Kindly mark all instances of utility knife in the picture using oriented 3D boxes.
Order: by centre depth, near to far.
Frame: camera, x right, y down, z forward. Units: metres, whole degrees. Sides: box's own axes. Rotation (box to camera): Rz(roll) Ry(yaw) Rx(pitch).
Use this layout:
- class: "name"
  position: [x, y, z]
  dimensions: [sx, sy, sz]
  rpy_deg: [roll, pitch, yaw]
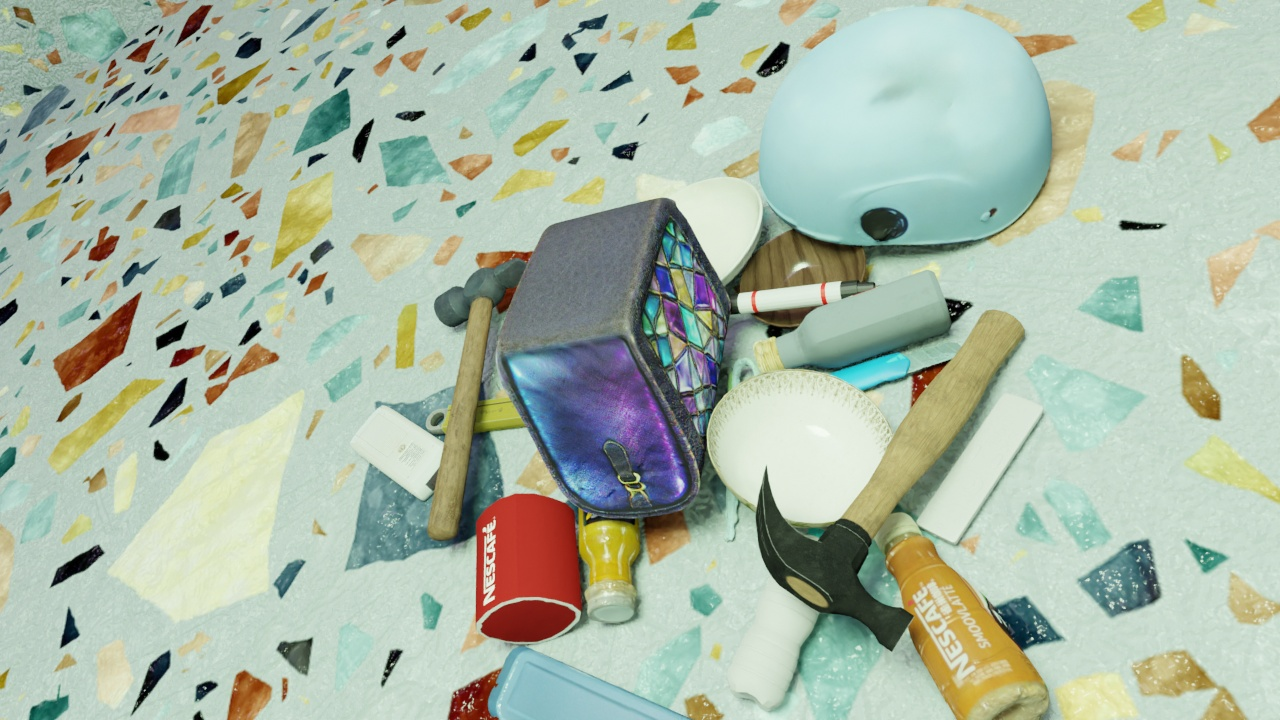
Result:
- class: "utility knife"
  position: [0.179, 0.020, 0.786]
  dimensions: [0.198, 0.015, 0.031]
  rpy_deg: [-20, 53, 20]

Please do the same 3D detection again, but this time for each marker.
- class: "marker"
  position: [0.144, -0.057, 0.815]
  dimensions: [0.146, 0.019, 0.019]
  rpy_deg: [-5, 54, 27]

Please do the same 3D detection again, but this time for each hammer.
- class: "hammer"
  position: [0.200, 0.058, 0.676]
  dimensions: [0.132, 0.040, 0.304]
  rpy_deg: [32, 57, 22]
- class: "hammer"
  position: [-0.175, 0.032, 0.925]
  dimensions: [0.130, 0.040, 0.321]
  rpy_deg: [-25, 45, 32]

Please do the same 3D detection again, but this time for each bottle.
- class: "bottle"
  position: [0.208, 0.172, 0.626]
  dimensions: [0.059, 0.059, 0.167]
  rpy_deg: [-30, 38, 6]
- class: "bottle"
  position: [0.108, 0.187, 0.679]
  dimensions: [0.044, 0.044, 0.136]
  rpy_deg: [13, 63, 36]
- class: "bottle"
  position: [0.177, -0.025, 0.782]
  dimensions: [0.161, 0.072, 0.046]
  rpy_deg: [-19, 65, 16]
- class: "bottle"
  position: [-0.028, 0.131, 0.793]
  dimensions: [0.053, 0.053, 0.185]
  rpy_deg: [-18, 49, 17]

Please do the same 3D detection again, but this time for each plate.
- class: "plate"
  position: [0.049, -0.110, 0.934]
  dimensions: [0.183, 0.034, 0.182]
  rpy_deg: [-24, 41, 22]

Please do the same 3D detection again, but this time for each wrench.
- class: "wrench"
  position: [-0.103, 0.045, 0.926]
  dimensions: [0.274, 0.018, 0.083]
  rpy_deg: [-8, 53, 25]

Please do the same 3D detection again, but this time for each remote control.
- class: "remote control"
  position: [0.258, 0.081, 0.696]
  dimensions: [0.033, 0.012, 0.130]
  rpy_deg: [26, 72, 43]
- class: "remote control"
  position: [-0.251, 0.095, 0.968]
  dimensions: [0.138, 0.025, 0.060]
  rpy_deg: [25, 71, 38]

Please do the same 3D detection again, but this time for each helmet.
- class: "helmet"
  position: [0.230, -0.222, 0.834]
  dimensions: [0.266, 0.167, 0.225]
  rpy_deg: [-7, 53, 18]

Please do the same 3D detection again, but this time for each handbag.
- class: "handbag"
  position: [-0.004, 0.004, 0.761]
  dimensions: [0.126, 0.222, 0.204]
  rpy_deg: [-10, 41, 23]

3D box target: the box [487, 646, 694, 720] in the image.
- class: "box"
  position: [-0.038, 0.297, 0.672]
  dimensions: [0.209, 0.039, 0.126]
  rpy_deg: [13, 51, 29]

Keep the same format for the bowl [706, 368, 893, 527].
- class: "bowl"
  position: [0.124, 0.080, 0.724]
  dimensions: [0.145, 0.063, 0.145]
  rpy_deg: [-2, 49, 2]

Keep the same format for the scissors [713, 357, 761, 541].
- class: "scissors"
  position: [0.080, 0.076, 0.799]
  dimensions: [0.065, 0.033, 0.173]
  rpy_deg: [-22, 46, 37]

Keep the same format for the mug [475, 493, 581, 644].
- class: "mug"
  position: [-0.106, 0.185, 0.784]
  dimensions: [0.117, 0.080, 0.096]
  rpy_deg: [-44, 38, 35]

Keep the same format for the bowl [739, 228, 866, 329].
- class: "bowl"
  position: [0.155, -0.071, 0.858]
  dimensions: [0.119, 0.032, 0.119]
  rpy_deg: [-16, 50, 19]
